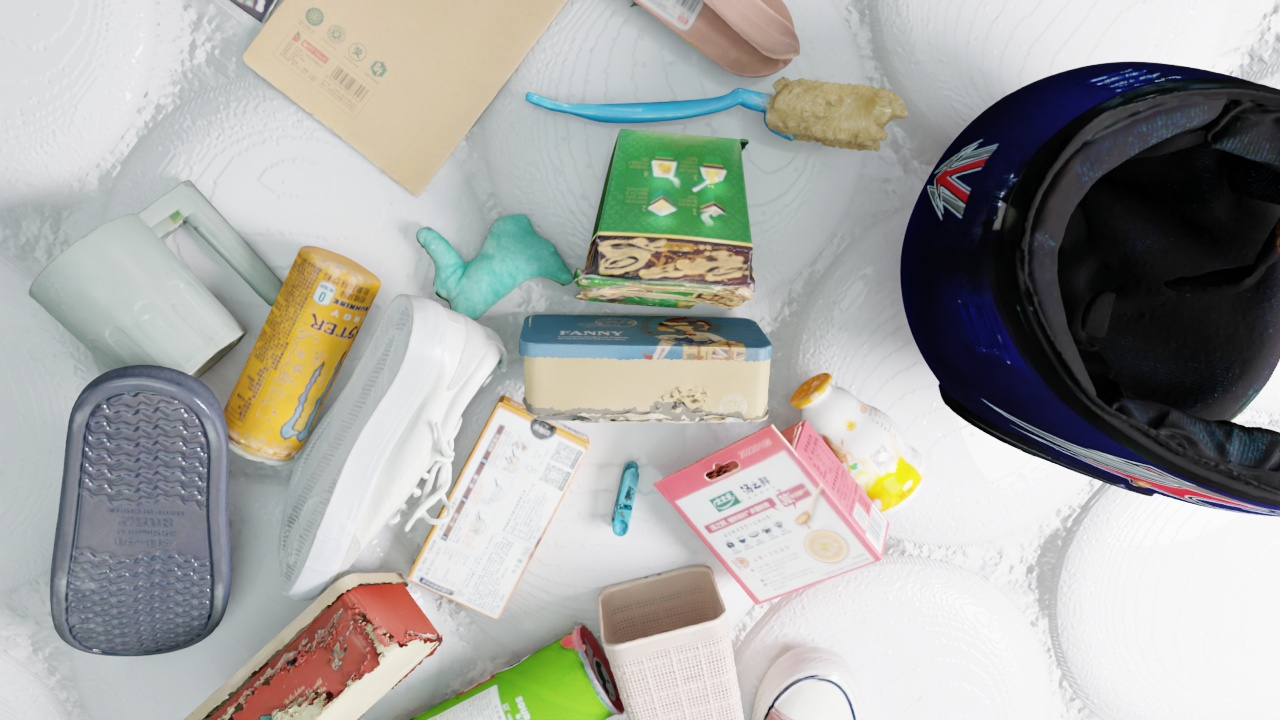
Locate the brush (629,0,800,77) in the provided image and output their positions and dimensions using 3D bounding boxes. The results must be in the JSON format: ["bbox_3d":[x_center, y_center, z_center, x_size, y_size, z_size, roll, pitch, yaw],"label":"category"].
[{"bbox_3d":[0.042,-0.240,0.602,0.145,0.073,0.063,35,95,-11],"label":"brush"}]

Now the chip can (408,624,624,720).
[{"bbox_3d":[-0.131,0.283,0.682,0.236,0.072,0.072,-28,101,1],"label":"chip can"}]

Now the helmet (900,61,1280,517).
[{"bbox_3d":[0.319,-0.041,0.567,0.315,0.240,0.247,27,96,2],"label":"helmet"}]

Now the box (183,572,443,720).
[{"bbox_3d":[-0.225,0.234,0.645,0.168,0.091,0.080,-43,71,3],"label":"box"}]

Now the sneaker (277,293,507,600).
[{"bbox_3d":[-0.173,0.068,0.641,0.090,0.089,0.243,19,112,-37],"label":"sneaker"}]

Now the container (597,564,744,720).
[{"bbox_3d":[0.026,0.227,0.676,0.090,0.090,0.111,-14,103,-2],"label":"container"}]

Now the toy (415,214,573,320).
[{"bbox_3d":[-0.109,-0.067,0.644,0.092,0.030,0.096,-40,94,1],"label":"toy"}]

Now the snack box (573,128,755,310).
[{"bbox_3d":[0.015,-0.093,0.615,0.117,0.118,0.105,4,87,-6],"label":"snack box"}]

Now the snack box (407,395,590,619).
[{"bbox_3d":[-0.104,0.109,0.676,0.075,0.026,0.154,27,97,-9],"label":"snack box"}]

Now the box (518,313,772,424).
[{"bbox_3d":[-0.004,0.004,0.634,0.184,0.089,0.059,2,106,-6],"label":"box"}]

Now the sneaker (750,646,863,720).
[{"bbox_3d":[0.123,0.343,0.703,0.118,0.088,0.241,10,100,-6],"label":"sneaker"}]

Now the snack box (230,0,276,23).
[{"bbox_3d":[-0.258,-0.306,0.584,0.113,0.053,0.125,36,90,-9],"label":"snack box"}]

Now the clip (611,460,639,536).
[{"bbox_3d":[-0.011,0.103,0.686,0.014,0.043,0.056,12,102,-5],"label":"clip"}]

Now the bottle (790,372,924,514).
[{"bbox_3d":[0.155,0.059,0.667,0.063,0.063,0.108,-40,100,3],"label":"bottle"}]

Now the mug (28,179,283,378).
[{"bbox_3d":[-0.315,-0.044,0.614,0.123,0.084,0.103,-45,102,-21],"label":"mug"}]

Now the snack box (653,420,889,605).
[{"bbox_3d":[0.093,0.102,0.655,0.113,0.044,0.127,-31,104,35],"label":"snack box"}]

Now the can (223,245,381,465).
[{"bbox_3d":[-0.235,-0.004,0.631,0.058,0.058,0.146,27,97,-8],"label":"can"}]

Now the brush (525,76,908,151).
[{"bbox_3d":[0.049,-0.169,0.622,0.255,0.083,0.046,3,102,3],"label":"brush"}]

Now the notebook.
[{"bbox_3d":[-0.148,-0.238,0.621,0.148,0.008,0.208,38,95,-10],"label":"notebook"}]

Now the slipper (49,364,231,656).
[{"bbox_3d":[-0.331,0.100,0.628,0.110,0.083,0.269,10,123,-20],"label":"slipper"}]
